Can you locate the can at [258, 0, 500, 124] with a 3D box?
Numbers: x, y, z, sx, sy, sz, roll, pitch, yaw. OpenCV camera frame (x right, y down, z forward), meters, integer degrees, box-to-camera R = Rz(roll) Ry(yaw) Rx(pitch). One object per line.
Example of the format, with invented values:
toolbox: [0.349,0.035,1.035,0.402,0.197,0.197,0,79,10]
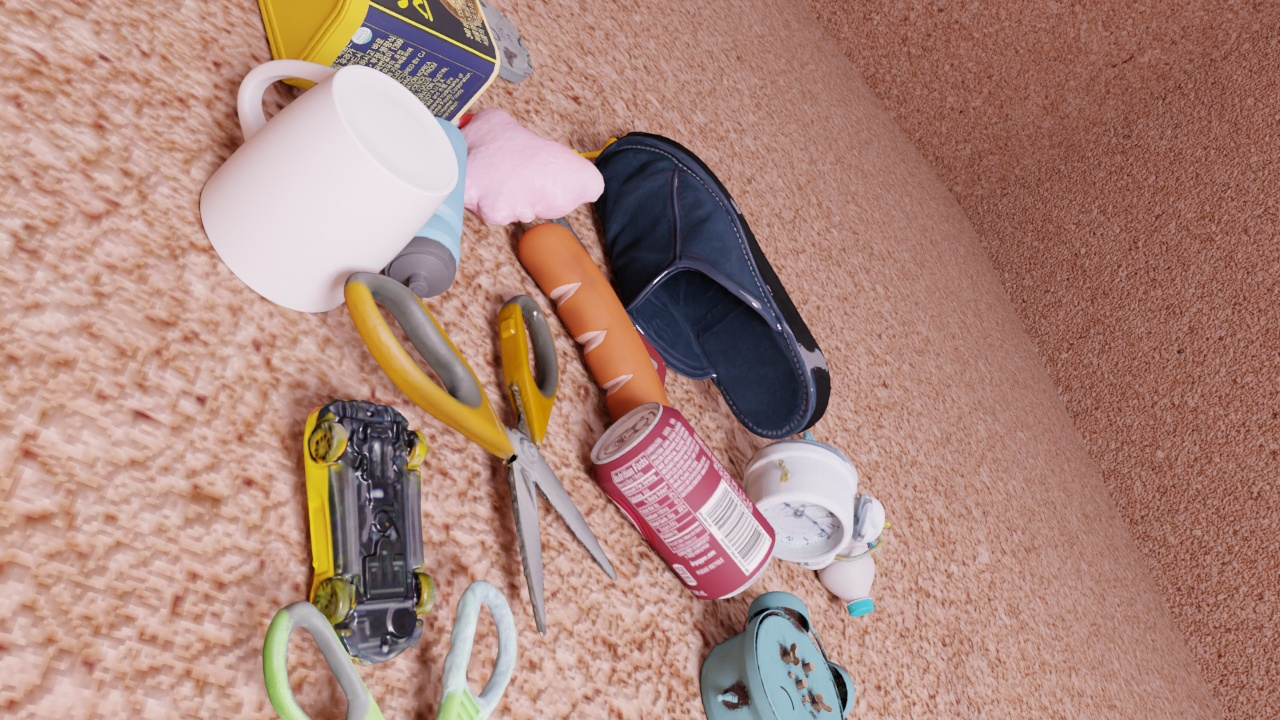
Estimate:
can: [-0.154,-0.211,0.532,0.104,0.075,0.135,9,52,-51]

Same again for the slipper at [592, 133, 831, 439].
slipper: [0.028,-0.055,0.656,0.083,0.109,0.265,-15,66,-42]

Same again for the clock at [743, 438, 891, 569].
clock: [0.125,0.109,0.664,0.117,0.083,0.056,35,38,-18]

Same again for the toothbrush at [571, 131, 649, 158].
toothbrush: [-0.021,-0.182,0.797,0.031,0.031,0.196,61,28,-2]

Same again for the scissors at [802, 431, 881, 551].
scissors: [0.180,0.125,0.799,0.134,0.011,0.140,57,13,-20]

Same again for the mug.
mug: [-0.145,-0.093,0.417,0.114,0.088,0.080,62,27,9]

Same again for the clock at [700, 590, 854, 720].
clock: [0.083,0.189,0.539,0.090,0.053,0.124,60,26,3]

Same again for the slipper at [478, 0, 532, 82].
slipper: [-0.160,-0.280,0.642,0.268,0.055,0.098,26,42,-49]

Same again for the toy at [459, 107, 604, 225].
toy: [-0.081,-0.118,0.588,0.102,0.050,0.093,27,50,6]

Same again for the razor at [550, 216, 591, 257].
razor: [-0.052,-0.090,0.652,0.106,0.026,0.042,57,24,-10]

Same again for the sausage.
sausage: [-0.026,-0.016,0.590,0.044,0.039,0.164,-26,83,-24]

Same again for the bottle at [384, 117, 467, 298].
bottle: [-0.118,-0.083,0.507,0.040,0.040,0.129,36,33,-37]

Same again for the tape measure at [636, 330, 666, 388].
tape measure: [-0.004,0.004,0.632,0.051,0.019,0.058,46,28,-22]

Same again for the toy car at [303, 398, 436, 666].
toy car: [-0.110,0.066,0.365,0.049,0.030,0.106,16,61,-54]

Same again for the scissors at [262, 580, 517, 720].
scissors: [-0.073,0.152,0.331,0.171,0.024,0.165,64,25,-11]

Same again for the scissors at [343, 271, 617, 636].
scissors: [-0.072,0.025,0.464,0.230,0.016,0.224,49,22,-45]

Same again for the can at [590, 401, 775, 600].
can: [0.026,0.083,0.541,0.114,0.063,0.063,51,27,-15]

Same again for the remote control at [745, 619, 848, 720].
remote control: [0.115,0.226,0.604,0.146,0.008,0.045,58,26,1]

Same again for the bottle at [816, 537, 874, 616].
bottle: [0.151,0.134,0.727,0.044,0.044,0.136,24,41,-48]

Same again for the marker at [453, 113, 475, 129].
marker: [-0.129,-0.156,0.601,0.013,0.013,0.142,57,26,-1]
